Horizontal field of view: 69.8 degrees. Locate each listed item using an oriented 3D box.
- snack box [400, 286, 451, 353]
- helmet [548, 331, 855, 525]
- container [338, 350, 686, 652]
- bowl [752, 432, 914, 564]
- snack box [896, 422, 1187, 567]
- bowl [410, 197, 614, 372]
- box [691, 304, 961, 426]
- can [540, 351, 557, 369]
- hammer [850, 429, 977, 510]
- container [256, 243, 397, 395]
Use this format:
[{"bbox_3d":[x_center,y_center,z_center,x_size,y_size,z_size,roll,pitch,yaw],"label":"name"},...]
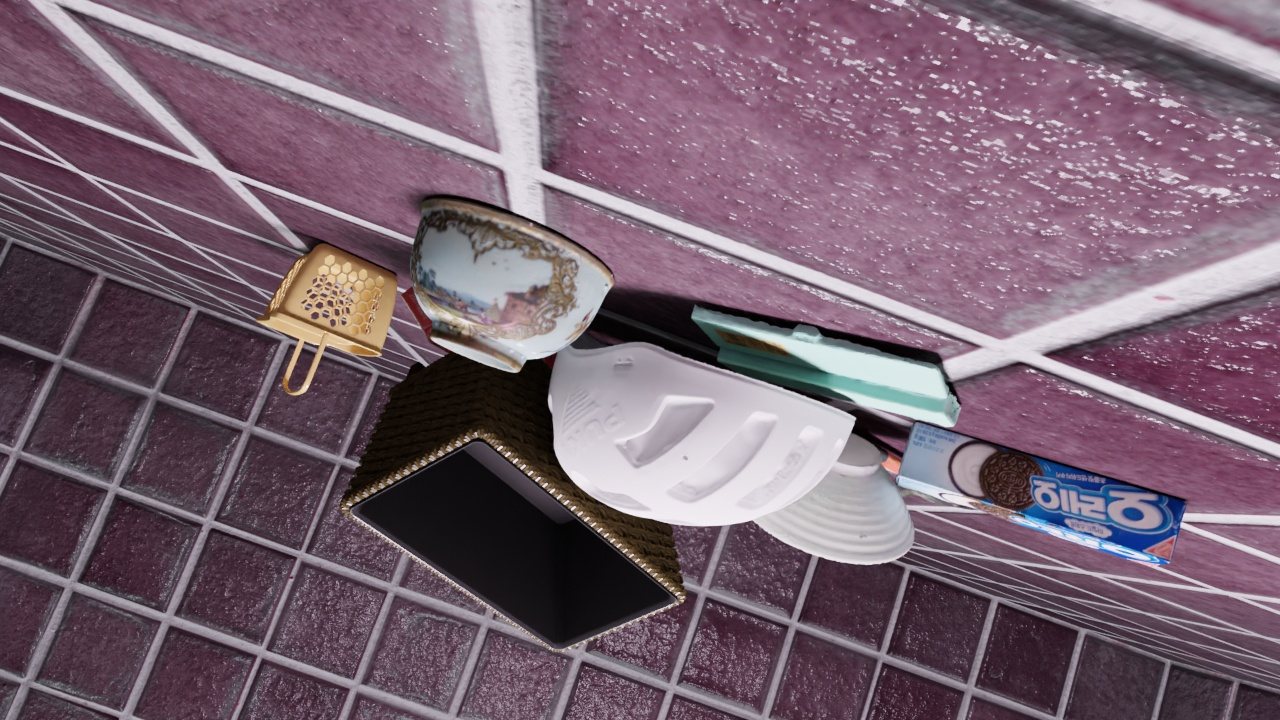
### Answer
[{"bbox_3d":[-0.183,-0.019,1.087,0.076,0.044,0.273,55,-176,24],"label":"snack box"},{"bbox_3d":[0.047,0.050,0.795,0.283,0.183,0.224,-9,164,42],"label":"helmet"},{"bbox_3d":[-0.115,0.122,0.954,0.177,0.204,0.321,-28,127,22],"label":"container"},{"bbox_3d":[0.182,0.111,0.869,0.177,0.071,0.177,11,-157,-5],"label":"bowl"},{"bbox_3d":[0.344,0.116,0.806,0.226,0.059,0.059,17,167,17],"label":"snack box"},{"bbox_3d":[-0.109,-0.047,0.702,0.160,0.093,0.160,20,171,3],"label":"bowl"},{"bbox_3d":[0.142,0.005,0.698,0.187,0.033,0.136,14,174,30],"label":"box"},{"bbox_3d":[-0.121,0.036,1.069,0.143,0.074,0.074,-36,137,27],"label":"can"},{"bbox_3d":[0.248,0.099,0.988,0.333,0.033,0.133,27,170,-35],"label":"hammer"},{"bbox_3d":[-0.370,-0.037,1.070,0.129,0.167,0.184,24,169,-26],"label":"container"}]
